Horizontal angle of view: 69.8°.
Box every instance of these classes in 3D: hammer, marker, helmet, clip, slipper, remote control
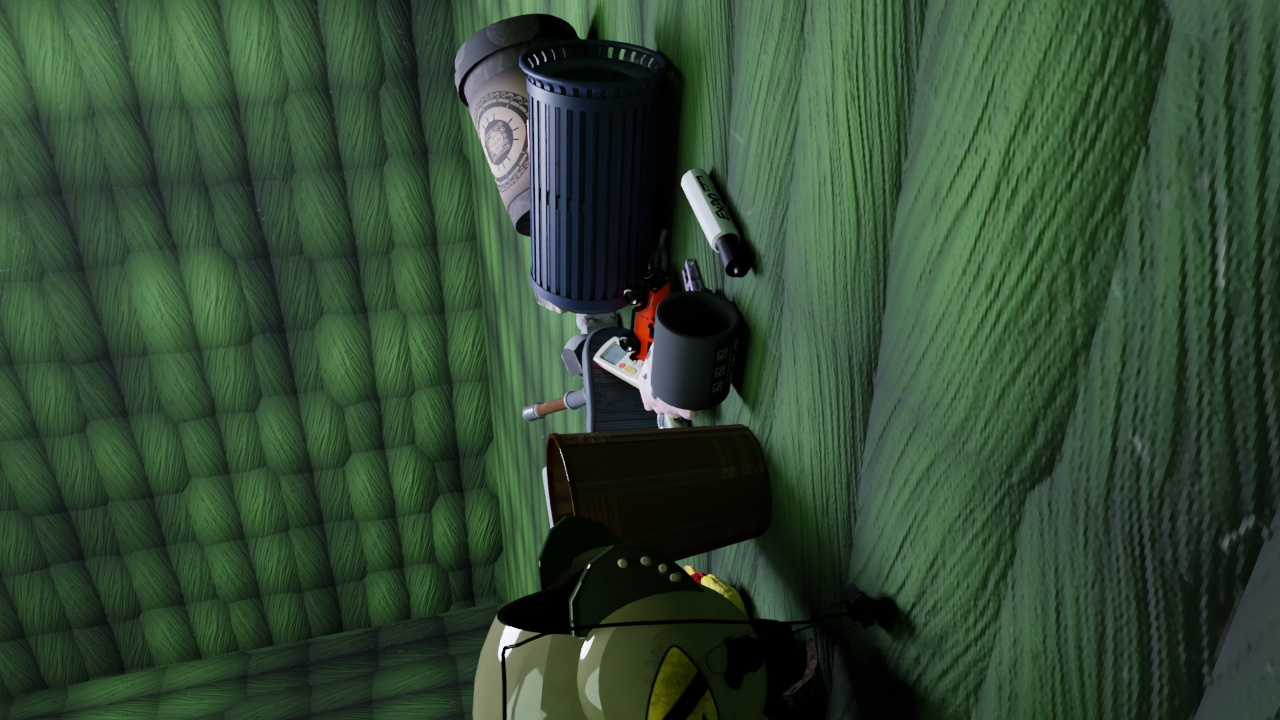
[{"bbox_3d":[-0.057,0.060,1.290,0.121,0.049,0.319,-121,26,-63],"label":"hammer"},{"bbox_3d":[0.063,-0.114,0.764,0.025,0.025,0.125,98,159,-47],"label":"marker"},{"bbox_3d":[0.019,0.223,0.607,0.250,0.255,0.233,164,101,-76],"label":"helmet"},{"bbox_3d":[0.049,-0.070,0.869,0.037,0.013,0.053,129,134,-69],"label":"clip"},{"bbox_3d":[-0.109,0.060,1.272,0.323,0.043,0.156,-19,96,62],"label":"hammer"},{"bbox_3d":[-0.019,0.082,1.039,0.083,0.101,0.263,102,159,-52],"label":"slipper"},{"bbox_3d":[-0.006,0.006,1.001,0.126,0.038,0.018,28,160,51],"label":"remote control"}]

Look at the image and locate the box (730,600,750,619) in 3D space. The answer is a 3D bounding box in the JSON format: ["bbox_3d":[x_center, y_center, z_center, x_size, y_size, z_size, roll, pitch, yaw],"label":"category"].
[{"bbox_3d":[0.047,0.297,0.822,0.228,0.172,0.083,97,-170,-46],"label":"box"}]

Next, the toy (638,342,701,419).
[{"bbox_3d":[0.026,0.019,0.909,0.096,0.052,0.099,-34,61,54],"label":"toy"}]

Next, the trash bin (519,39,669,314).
[{"bbox_3d":[-0.049,-0.178,0.925,0.139,0.139,0.250,-116,24,-52],"label":"trash bin"}]

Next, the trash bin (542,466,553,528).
[{"bbox_3d":[-0.049,0.239,1.197,0.115,0.114,0.228,140,121,-73],"label":"trash bin"}]

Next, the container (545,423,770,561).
[{"bbox_3d":[0.014,0.115,0.786,0.132,0.167,0.132,172,91,-76],"label":"container"}]

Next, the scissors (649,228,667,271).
[{"bbox_3d":[0.022,-0.057,0.975,0.090,0.014,0.171,174,91,-77],"label":"scissors"}]

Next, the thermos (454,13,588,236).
[{"bbox_3d":[-0.124,-0.283,1.141,0.173,0.172,0.226,130,124,-71],"label":"thermos"}]

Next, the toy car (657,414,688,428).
[{"bbox_3d":[0.038,0.093,0.955,0.048,0.033,0.105,106,152,-54],"label":"toy car"}]

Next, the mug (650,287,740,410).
[{"bbox_3d":[0.049,-0.019,0.804,0.104,0.071,0.078,-73,-10,-51],"label":"mug"}]

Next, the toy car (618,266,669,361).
[{"bbox_3d":[0.012,-0.043,0.941,0.049,0.050,0.100,24,131,21],"label":"toy car"}]

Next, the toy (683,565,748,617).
[{"bbox_3d":[0.062,0.251,0.892,0.138,0.067,0.105,127,130,-61],"label":"toy"}]

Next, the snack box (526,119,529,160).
[{"bbox_3d":[-0.061,-0.218,1.010,0.021,0.133,0.089,-46,-39,-56],"label":"snack box"}]

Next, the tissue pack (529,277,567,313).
[{"bbox_3d":[-0.086,-0.112,1.208,0.181,0.103,0.071,-157,45,-76],"label":"tissue pack"}]
